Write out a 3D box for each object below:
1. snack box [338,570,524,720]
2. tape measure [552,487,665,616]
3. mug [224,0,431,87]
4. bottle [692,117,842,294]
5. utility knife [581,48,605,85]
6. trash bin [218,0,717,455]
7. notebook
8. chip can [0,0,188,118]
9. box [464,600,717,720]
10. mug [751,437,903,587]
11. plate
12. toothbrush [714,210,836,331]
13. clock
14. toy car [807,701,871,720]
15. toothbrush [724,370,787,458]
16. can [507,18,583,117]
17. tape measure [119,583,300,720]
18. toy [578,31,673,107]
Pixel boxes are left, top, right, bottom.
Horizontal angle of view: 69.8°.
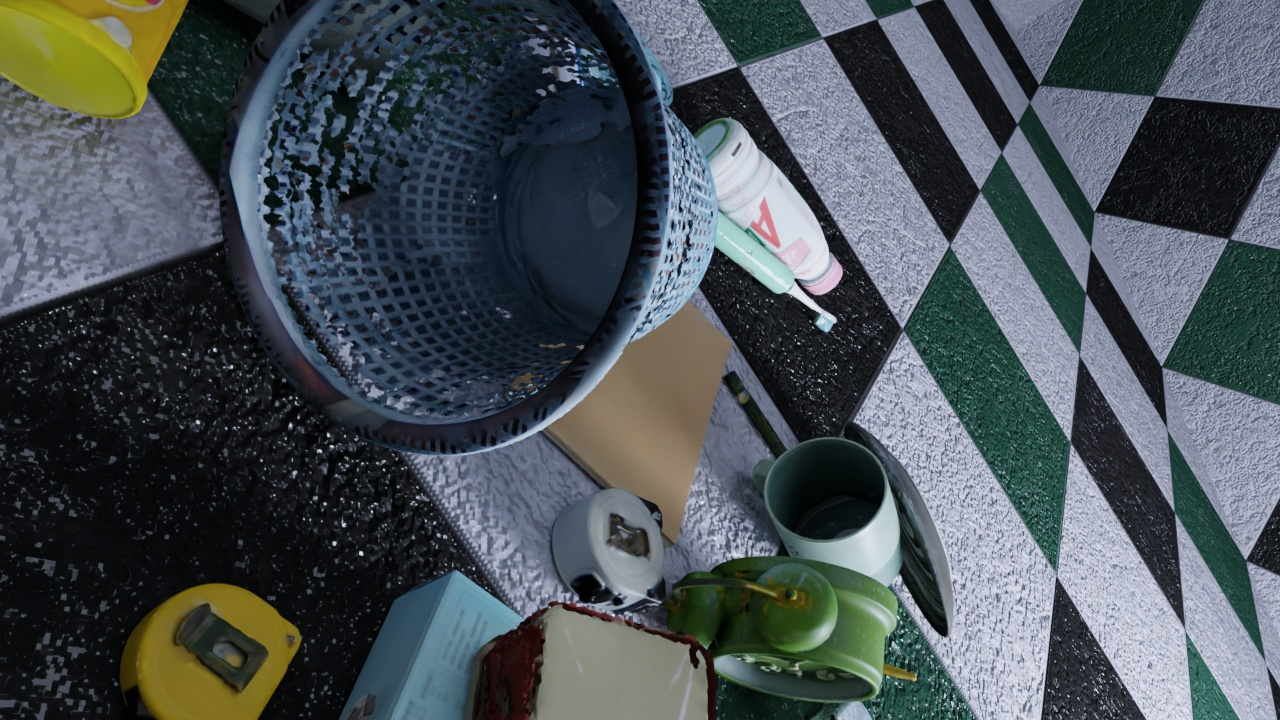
[{"bbox_3d":[-0.090,0.177,0.365,0.074,0.052,0.174,43,38,-22],"label":"snack box"},{"bbox_3d":[-0.017,0.108,0.525,0.066,0.034,0.065,27,45,-39],"label":"tape measure"},{"bbox_3d":[-0.172,-0.233,0.512,0.103,0.084,0.124,23,82,-38],"label":"mug"},{"bbox_3d":[0.118,-0.133,0.842,0.197,0.068,0.068,41,39,-31],"label":"bottle"},{"bbox_3d":[-0.008,-0.153,0.693,0.215,0.015,0.033,67,22,-18],"label":"utility knife"},{"bbox_3d":[-0.058,-0.077,0.473,0.226,0.227,0.194,65,22,6],"label":"trash bin"},{"bbox_3d":[-0.004,0.004,0.635,0.149,0.012,0.210,45,37,-20],"label":"notebook"},{"bbox_3d":[-0.220,-0.215,0.412,0.072,0.072,0.213,29,63,-37],"label":"chip can"},{"bbox_3d":[-0.019,0.176,0.325,0.091,0.077,0.168,22,48,-23],"label":"box"},{"bbox_3d":[0.131,0.112,0.660,0.082,0.112,0.106,-50,140,-17],"label":"mug"},{"bbox_3d":[0.207,0.127,0.720,0.179,0.024,0.179,-21,88,-88],"label":"plate"},{"bbox_3d":[0.111,-0.086,0.831,0.224,0.027,0.026,32,4,-35],"label":"toothbrush"},{"bbox_3d":[0.084,0.157,0.547,0.161,0.116,0.056,37,51,-34],"label":"clock"},{"bbox_3d":[0.127,0.258,0.597,0.120,0.037,0.054,-8,72,-57],"label":"toy car"},{"bbox_3d":[0.123,0.085,0.731,0.186,0.017,0.012,56,42,-6],"label":"toothbrush"},{"bbox_3d":[-0.065,-0.177,0.650,0.053,0.053,0.134,21,50,-43],"label":"can"},{"bbox_3d":[-0.160,0.113,0.343,0.057,0.029,0.059,45,37,-20],"label":"tape measure"},{"bbox_3d":[-0.014,-0.233,0.760,0.156,0.050,0.161,-12,74,-59],"label":"toy"}]
